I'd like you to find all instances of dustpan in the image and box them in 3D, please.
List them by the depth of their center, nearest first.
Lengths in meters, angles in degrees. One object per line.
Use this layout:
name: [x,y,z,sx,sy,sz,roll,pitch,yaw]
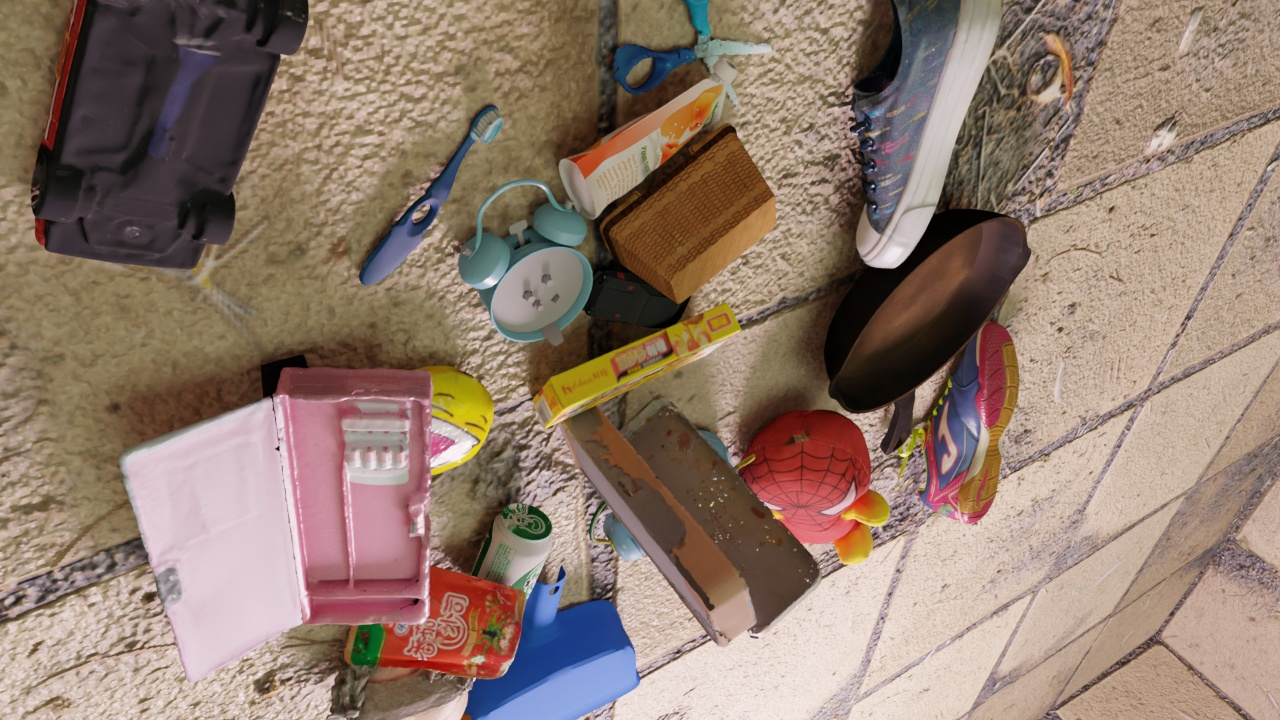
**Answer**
dustpan: [-0.091,0.286,0.880,0.245,0.059,0.258,-17,145,-27]

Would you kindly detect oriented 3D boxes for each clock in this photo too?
clock: [-0.071,-0.062,0.587,0.087,0.042,0.123,-28,141,-17]
clock: [0.023,0.124,0.825,0.161,0.060,0.118,-11,134,-27]

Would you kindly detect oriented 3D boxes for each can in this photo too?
can: [-0.110,0.170,0.760,0.053,0.053,0.101,0,126,-40]

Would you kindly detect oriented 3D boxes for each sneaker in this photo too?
sneaker: [0.192,-0.175,0.692,0.079,0.087,0.236,7,132,-2]
sneaker: [0.362,0.069,1.051,0.116,0.091,0.242,-13,114,-39]

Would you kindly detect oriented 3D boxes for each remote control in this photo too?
remote control: [-0.220,0.047,0.588,0.039,0.010,0.125,-18,135,-27]

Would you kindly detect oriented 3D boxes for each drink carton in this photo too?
drink carton: [0.009,-0.141,0.584,0.122,0.039,0.069,-36,167,-13]

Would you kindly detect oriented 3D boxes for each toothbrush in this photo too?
toothbrush: [-0.123,-0.094,0.536,0.132,0.016,0.021,-50,138,9]

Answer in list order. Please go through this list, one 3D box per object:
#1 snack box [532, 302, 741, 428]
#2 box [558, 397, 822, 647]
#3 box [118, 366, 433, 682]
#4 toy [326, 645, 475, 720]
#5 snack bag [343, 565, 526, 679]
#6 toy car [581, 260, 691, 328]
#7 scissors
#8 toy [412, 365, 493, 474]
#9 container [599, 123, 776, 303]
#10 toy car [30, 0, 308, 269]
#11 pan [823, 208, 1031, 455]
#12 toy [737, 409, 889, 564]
snack box: [-0.004,0.004,0.687,0.152,0.025,0.075,-24,173,-21]
box: [0.022,0.107,0.682,0.094,0.216,0.107,-50,139,7]
box: [-0.220,0.105,0.592,0.179,0.059,0.233,-10,134,-25]
toy: [-0.190,0.284,0.780,0.132,0.076,0.176,-12,129,-9]
snack bag: [-0.171,0.200,0.713,0.155,0.044,0.087,15,89,-14]
toy car: [-0.001,-0.044,0.667,0.091,0.036,0.042,3,123,-41]
scissors: [0.032,-0.191,0.581,0.110,0.015,0.132,-47,147,3]
toy: [-0.145,0.043,0.623,0.094,0.041,0.095,-44,138,10]
container: [0.038,-0.094,0.618,0.114,0.061,0.063,-39,161,-4]
toy car: [-0.211,-0.120,0.407,0.081,0.056,0.190,6,128,-41]
pan: [0.263,-0.011,0.906,0.248,0.043,0.357,-31,147,-15]
toy: [0.167,0.128,0.913,0.147,0.098,0.216,-10,138,8]
